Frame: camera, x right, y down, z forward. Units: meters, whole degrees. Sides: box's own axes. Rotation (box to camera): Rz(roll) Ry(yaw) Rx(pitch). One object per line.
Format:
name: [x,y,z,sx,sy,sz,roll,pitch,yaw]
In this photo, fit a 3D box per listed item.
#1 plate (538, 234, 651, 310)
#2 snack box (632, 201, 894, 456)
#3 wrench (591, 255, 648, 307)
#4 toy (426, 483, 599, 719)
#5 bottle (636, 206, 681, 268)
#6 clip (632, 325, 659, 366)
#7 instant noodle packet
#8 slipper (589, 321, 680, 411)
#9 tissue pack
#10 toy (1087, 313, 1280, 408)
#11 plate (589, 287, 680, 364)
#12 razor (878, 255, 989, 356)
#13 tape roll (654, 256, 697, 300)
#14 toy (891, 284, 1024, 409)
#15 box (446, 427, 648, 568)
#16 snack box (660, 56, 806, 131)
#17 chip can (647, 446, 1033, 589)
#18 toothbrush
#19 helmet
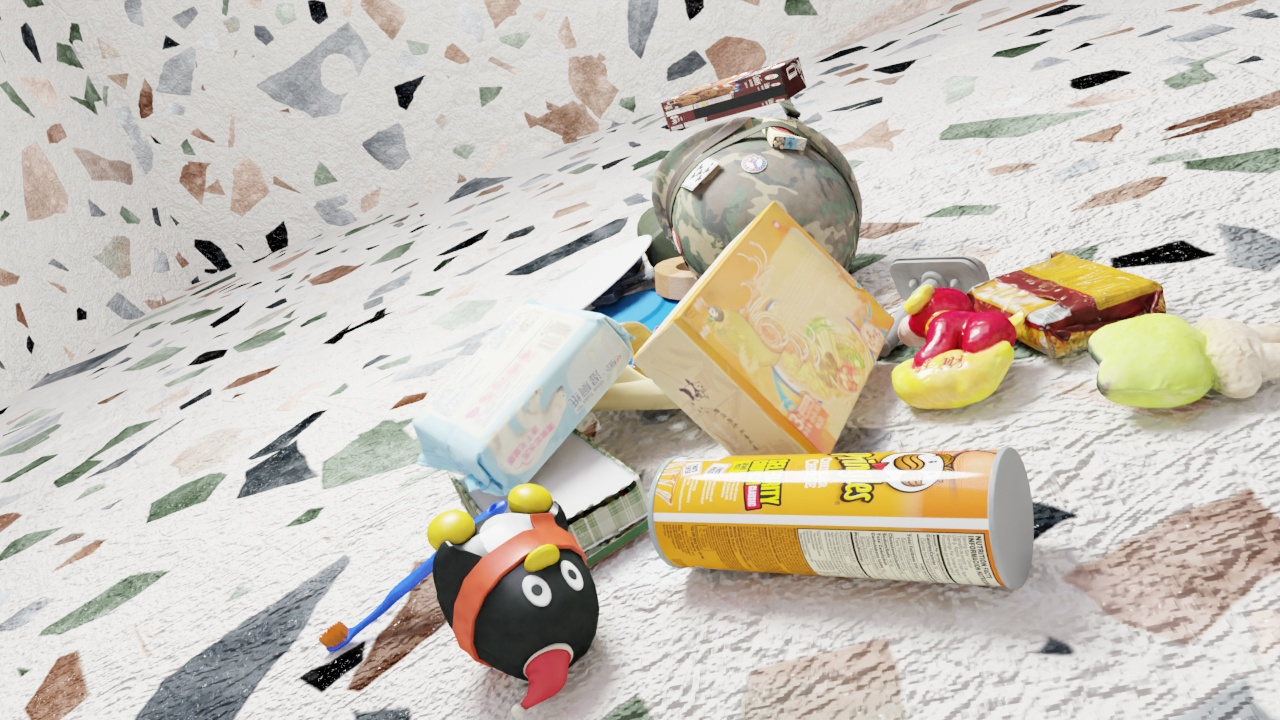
plate: [-0.087,-0.090,1.171,0.243,0.016,0.242,-35,15,10]
snack box: [0.099,-0.012,0.710,0.081,0.145,0.194,-43,5,44]
wrench: [-0.021,-0.111,1.209,0.073,0.022,0.273,-21,15,10]
toy: [-0.071,0.150,0.573,0.097,0.100,0.119,-15,37,-39]
bottle: [0.033,-0.176,1.278,0.071,0.071,0.206,-22,21,2]
clip: [0.016,-0.012,0.980,0.014,0.046,0.050,22,92,64]
instant noodle packet: [0.328,-0.045,0.718,0.098,0.040,0.135,-24,20,-2]
slipper: [-0.005,0.005,0.825,0.262,0.079,0.111,-2,6,30]
tissue pack: [-0.098,0.030,0.748,0.112,0.070,0.181,17,59,47]
toy: [0.350,-0.002,0.585,0.115,0.046,0.091,-6,26,20]
plate: [-0.025,-0.046,1.087,0.224,0.024,0.224,-19,21,8]
razor: [0.239,-0.045,0.809,0.116,0.047,0.088,-44,29,-28]
tape roll: [0.064,-0.099,1.088,0.094,0.027,0.094,-4,22,1]
toy: [0.241,-0.014,0.701,0.106,0.067,0.137,-23,25,21]
box: [-0.077,0.108,0.740,0.117,0.050,0.206,-27,22,-19]
snack box: [0.095,-0.275,0.953,0.141,0.032,0.050,-5,24,37]
chip can: [0.113,0.092,0.550,0.216,0.075,0.075,-6,27,36]
toothbrush: [-0.168,0.158,0.676,0.183,0.018,0.016,-40,27,9]
helmet: [0.123,-0.161,0.969,0.224,0.193,0.235,25,34,2]
